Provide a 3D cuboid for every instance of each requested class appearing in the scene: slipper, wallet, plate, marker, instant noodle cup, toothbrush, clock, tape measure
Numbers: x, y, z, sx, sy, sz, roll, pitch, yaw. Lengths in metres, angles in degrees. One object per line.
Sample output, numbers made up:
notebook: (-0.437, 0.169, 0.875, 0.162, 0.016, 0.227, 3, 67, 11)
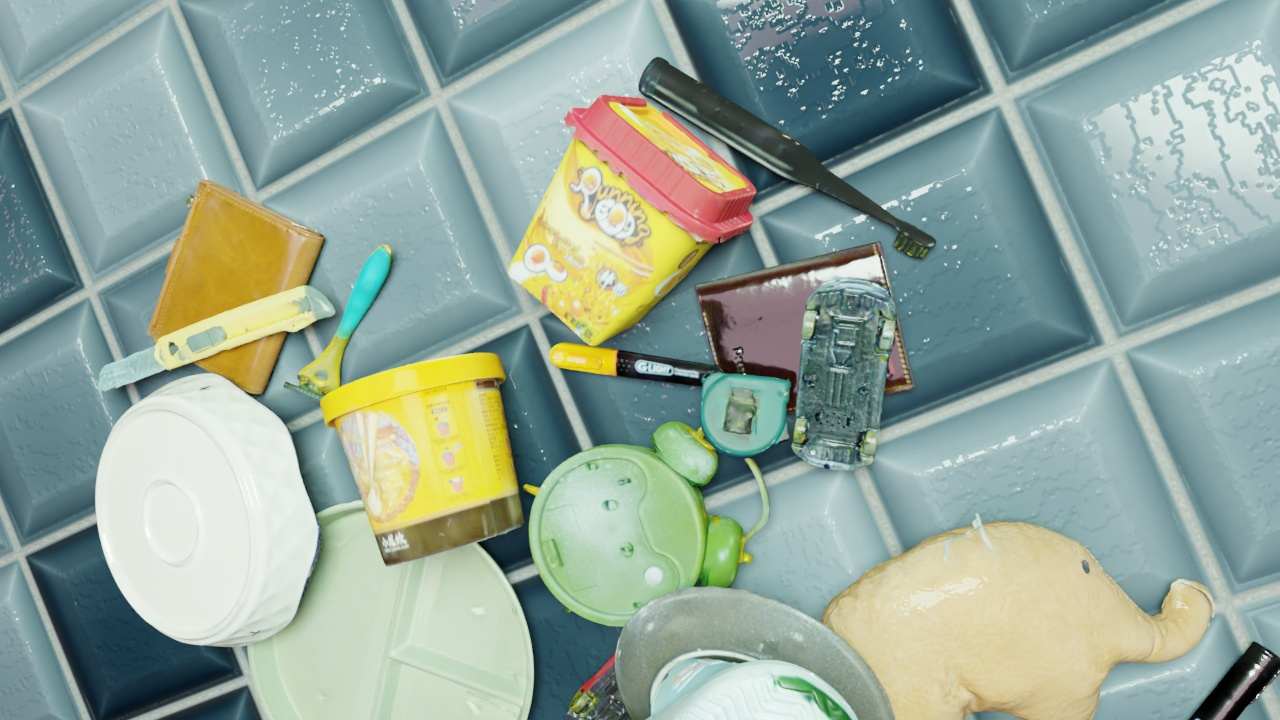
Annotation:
slipper: (0.045, 0.218, 0.514, 0.104, 0.074, 0.246, 36, 140, -2)
wallet: (0.104, -0.016, 0.588, 0.122, 0.020, 0.096, -13, 91, 17)
plate: (0.062, 0.217, 0.559, 0.180, 0.024, 0.180, 11, 118, 21)
plate: (-0.183, 0.214, 0.673, 0.230, 0.027, 0.230, 1, 93, 14)
wallet: (-0.309, -0.058, 0.680, 0.119, 0.035, 0.131, 27, 101, 9)
plate: (-0.325, 0.113, 0.669, 0.205, 0.045, 0.205, 3, 97, 28)
marker: (0.334, 0.225, 0.548, 0.022, 0.020, 0.132, 28, 101, -19)
instant noodle cup: (-0.010, -0.083, 0.569, 0.116, 0.115, 0.124, 41, 114, 8)
toothbrush: (0.092, -0.127, 0.579, 0.212, 0.026, 0.027, 34, 136, 8)
clock: (0.005, 0.105, 0.602, 0.161, 0.056, 0.116, -19, 90, 15)
marker: (-0.004, 0.004, 0.612, 0.124, 0.015, 0.018, 8, 102, 19)
instant noodle cup: (-0.134, 0.065, 0.598, 0.119, 0.118, 0.114, -18, 85, 15)
tape measure: (0.065, 0.033, 0.572, 0.058, 0.025, 0.054, 6, 74, 3)

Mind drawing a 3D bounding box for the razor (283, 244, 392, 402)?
razor: (-0.210, -0.027, 0.661, 0.043, 0.028, 0.133, 27, 105, -13)

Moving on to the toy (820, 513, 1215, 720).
toy: (0.220, 0.159, 0.544, 0.226, 0.082, 0.143, -22, 105, 13)

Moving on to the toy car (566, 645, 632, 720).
toy car: (-0.004, 0.219, 0.624, 0.049, 0.031, 0.106, 37, 109, -5)

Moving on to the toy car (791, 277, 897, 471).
toy car: (0.123, 0.010, 0.559, 0.054, 0.036, 0.121, 8, 112, 14)

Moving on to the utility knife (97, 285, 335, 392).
utility knife: (-0.314, -0.015, 0.669, 0.209, 0.021, 0.031, -17, 89, 19)
